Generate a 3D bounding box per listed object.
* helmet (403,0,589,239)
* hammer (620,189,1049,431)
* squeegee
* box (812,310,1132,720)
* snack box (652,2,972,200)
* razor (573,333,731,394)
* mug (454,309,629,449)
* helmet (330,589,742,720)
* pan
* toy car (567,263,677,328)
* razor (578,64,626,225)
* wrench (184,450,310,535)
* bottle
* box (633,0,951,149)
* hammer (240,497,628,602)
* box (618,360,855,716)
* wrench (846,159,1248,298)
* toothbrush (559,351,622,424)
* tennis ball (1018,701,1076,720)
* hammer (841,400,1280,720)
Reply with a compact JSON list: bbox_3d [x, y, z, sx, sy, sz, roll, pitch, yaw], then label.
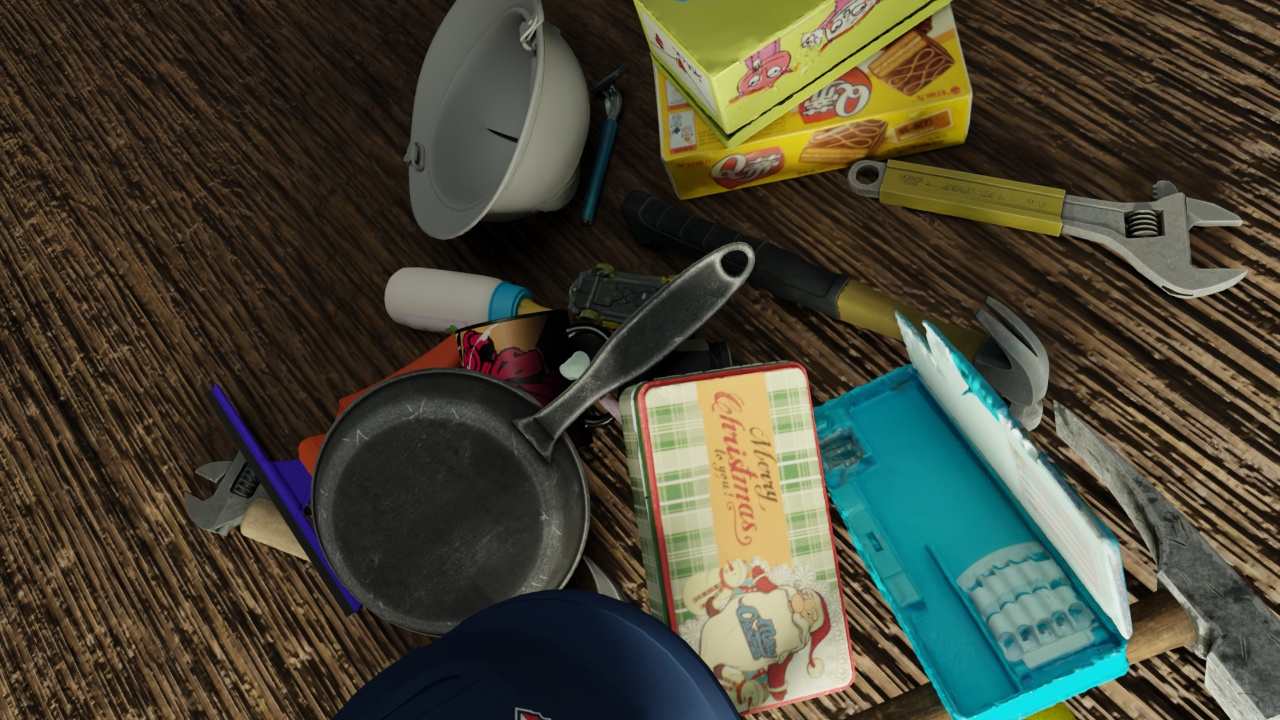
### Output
[{"bbox_3d":[-0.098,-0.198,0.761,0.184,0.117,0.270,-33,50,36],"label":"helmet"},{"bbox_3d":[0.120,-0.053,0.643,0.333,0.118,0.025,28,72,30],"label":"hammer"},{"bbox_3d":[-0.208,0.047,0.714,0.184,0.055,0.249,-42,60,-7],"label":"squeegee"},{"bbox_3d":[0.158,0.066,0.504,0.098,0.121,0.226,-25,40,3],"label":"box"},{"bbox_3d":[0.130,-0.206,0.720,0.230,0.062,0.110,-9,65,12],"label":"snack box"},{"bbox_3d":[-0.004,0.004,0.680,0.156,0.057,0.060,4,28,19],"label":"razor"},{"bbox_3d":[-0.066,0.016,0.656,0.118,0.081,0.098,-11,91,12],"label":"mug"},{"bbox_3d":[-0.066,0.249,0.479,0.272,0.223,0.232,-36,72,6],"label":"helmet"},{"bbox_3d":[-0.064,0.044,0.597,0.357,0.055,0.187,-40,96,8],"label":"pan"},{"bbox_3d":[-0.006,-0.045,0.711,0.107,0.030,0.049,13,74,19],"label":"toy car"},{"bbox_3d":[-0.033,-0.181,0.783,0.042,0.022,0.143,-13,63,52],"label":"razor"},{"bbox_3d":[-0.244,0.105,0.728,0.273,0.018,0.073,-1,69,15],"label":"wrench"},{"bbox_3d":[-0.133,-0.043,0.736,0.146,0.051,0.051,9,71,19],"label":"bottle"},{"bbox_3d":[0.120,-0.271,0.675,0.221,0.081,0.124,-34,60,-3],"label":"box"},{"bbox_3d":[-0.157,0.165,0.669,0.331,0.031,0.119,15,72,21],"label":"hammer"},{"bbox_3d":[0.058,0.107,0.558,0.117,0.049,0.205,-6,87,-20],"label":"box"},{"bbox_3d":[0.282,-0.106,0.659,0.274,0.018,0.083,15,73,21],"label":"wrench"},{"bbox_3d":[0.004,0.054,0.630,0.022,0.015,0.155,-42,100,10],"label":"toothbrush"},{"bbox_3d":[0.214,0.215,0.519,0.065,0.065,0.065,-6,67,14],"label":"tennis ball"},{"bbox_3d":[0.173,0.158,0.522,0.301,0.037,0.217,-25,40,4],"label":"hammer"}]
